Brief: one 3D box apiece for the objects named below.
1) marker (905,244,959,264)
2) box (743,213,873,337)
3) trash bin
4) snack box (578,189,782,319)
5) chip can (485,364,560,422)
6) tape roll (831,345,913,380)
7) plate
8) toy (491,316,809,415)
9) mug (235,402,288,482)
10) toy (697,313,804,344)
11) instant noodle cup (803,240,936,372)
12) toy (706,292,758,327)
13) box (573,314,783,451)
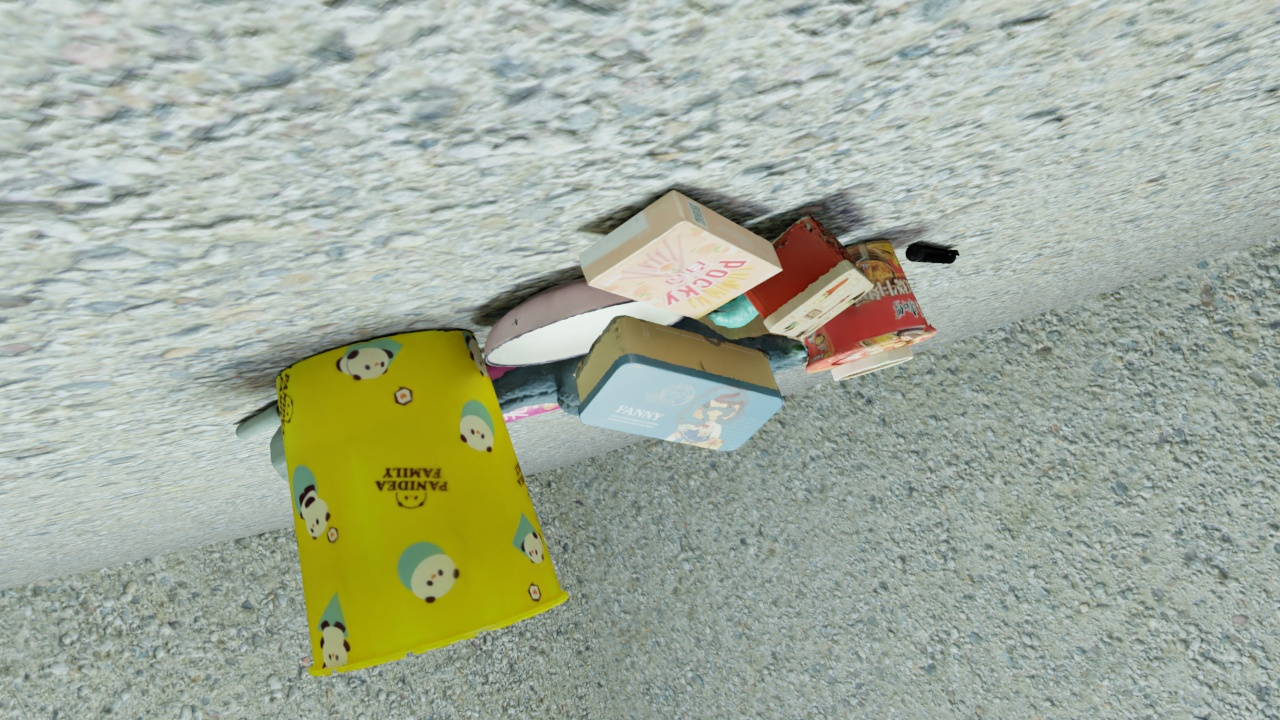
[{"bbox_3d":[0.339,-0.122,1.061,0.022,0.020,0.131,-19,172,35],"label":"marker"},{"bbox_3d":[0.142,-0.077,0.803,0.091,0.077,0.168,-38,168,16],"label":"box"},{"bbox_3d":[-0.207,0.121,0.824,0.229,0.255,0.230,-15,173,-2],"label":"trash bin"},{"bbox_3d":[0.034,-0.071,0.668,0.085,0.026,0.157,-30,157,26],"label":"snack box"},{"bbox_3d":[-0.124,0.027,1.017,0.210,0.071,0.071,-15,172,-12],"label":"chip can"},{"bbox_3d":[0.246,0.003,0.975,0.086,0.014,0.086,-15,173,-2],"label":"tape roll"},{"bbox_3d":[-0.047,-0.040,0.806,0.192,0.039,0.192,-15,172,-2],"label":"plate"},{"bbox_3d":[-0.006,0.005,0.927,0.357,0.091,0.137,-8,-160,17],"label":"toy"},{"bbox_3d":[-0.349,0.080,0.965,0.104,0.083,0.124,-21,144,41],"label":"mug"},{"bbox_3d":[0.143,-0.037,1.079,0.225,0.082,0.143,-13,-164,-30],"label":"toy"},{"bbox_3d":[0.224,-0.057,0.964,0.138,0.108,0.138,-16,172,-2],"label":"instant noodle cup"},{"bbox_3d":[0.122,-0.061,0.963,0.092,0.030,0.096,-34,157,20],"label":"toy"},{"bbox_3d":[0.027,0.021,0.779,0.184,0.059,0.090,10,135,-30],"label":"box"}]
